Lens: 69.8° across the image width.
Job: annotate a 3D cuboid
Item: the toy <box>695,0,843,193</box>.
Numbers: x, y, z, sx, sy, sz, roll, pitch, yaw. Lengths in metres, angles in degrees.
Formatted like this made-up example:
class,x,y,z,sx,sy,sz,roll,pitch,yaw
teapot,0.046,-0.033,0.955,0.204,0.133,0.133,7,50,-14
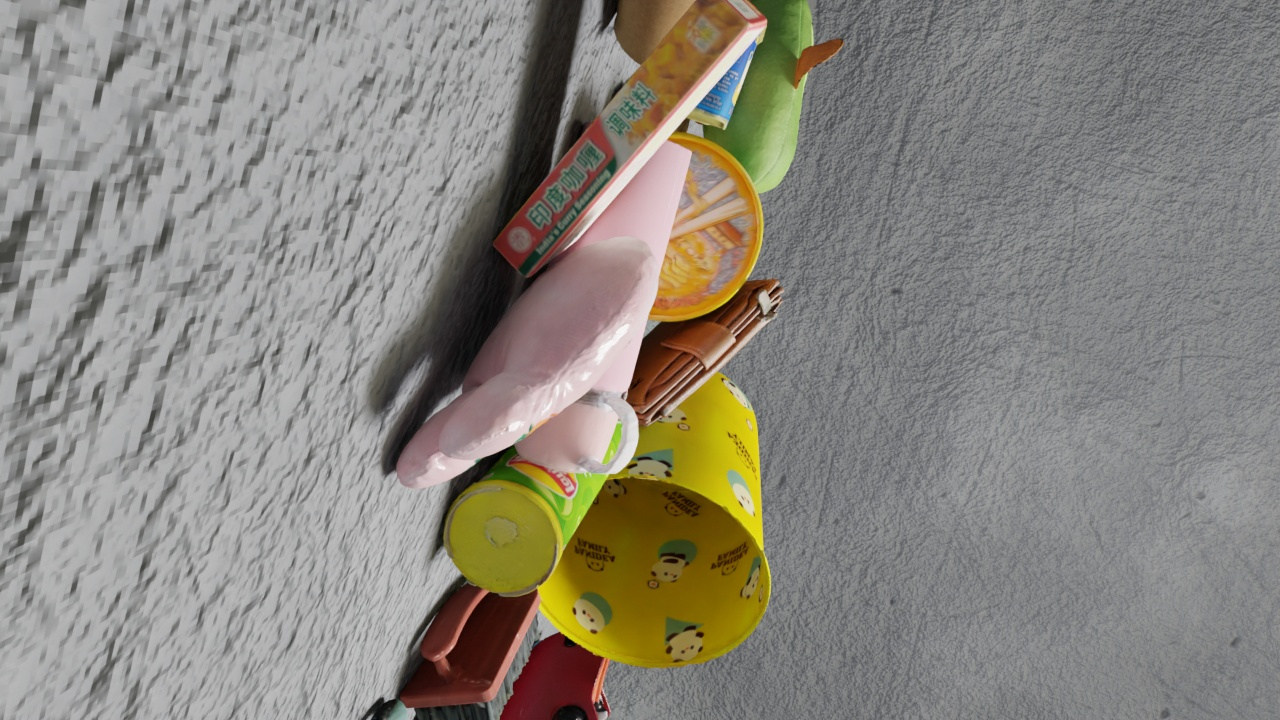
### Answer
class,x,y,z,sx,sy,sz,roll,pitch,yaw
toy,0.111,-0.268,0.864,0.227,0.090,0.246,175,-76,-66

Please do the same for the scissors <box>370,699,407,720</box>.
class,x,y,z,sx,sy,sz,roll,pitch,yaw
scissors,-0.172,0.268,0.500,0.179,0.019,0.144,-60,169,-54

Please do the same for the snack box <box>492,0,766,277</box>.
class,x,y,z,sx,sy,sz,roll,pitch,yaw
snack box,-0.004,-0.109,0.442,0.156,0.027,0.076,-45,-175,24

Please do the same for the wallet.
class,x,y,z,sx,sy,sz,roll,pitch,yaw
wallet,0.032,-0.006,0.618,0.130,0.035,0.119,-43,-165,-17

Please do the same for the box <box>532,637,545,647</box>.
class,x,y,z,sx,sy,sz,roll,pitch,yaw
box,-0.125,0.467,1.226,0.061,0.090,0.184,36,72,-71

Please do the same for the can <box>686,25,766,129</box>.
class,x,y,z,sx,sy,sz,roll,pitch,yaw
can,0.062,-0.242,0.762,0.102,0.057,0.083,-66,177,-79

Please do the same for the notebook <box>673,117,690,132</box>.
class,x,y,z,sx,sy,sz,roll,pitch,yaw
notebook,0.015,-0.148,0.899,0.208,0.008,0.147,102,10,-52

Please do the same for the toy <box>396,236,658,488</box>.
class,x,y,z,sx,sy,sz,roll,pitch,yaw
toy,-0.051,0.001,0.436,0.122,0.054,0.159,-29,-163,50

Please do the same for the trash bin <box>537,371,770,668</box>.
class,x,y,z,sx,sy,sz,roll,pitch,yaw
trash bin,0.023,0.138,0.943,0.254,0.229,0.230,-72,178,-59

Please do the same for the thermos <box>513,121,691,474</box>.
class,x,y,z,sx,sy,sz,roll,pitch,yaw
thermos,-0.019,-0.032,0.534,0.067,0.087,0.198,9,98,-49

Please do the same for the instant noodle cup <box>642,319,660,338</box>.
class,x,y,z,sx,sy,sz,roll,pitch,yaw
instant noodle cup,-0.005,0.005,0.836,0.110,0.099,0.099,114,0,-51

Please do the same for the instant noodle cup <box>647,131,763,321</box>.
class,x,y,z,sx,sy,sz,roll,pitch,yaw
instant noodle cup,0.018,-0.091,0.626,0.114,0.118,0.118,-86,-166,-80

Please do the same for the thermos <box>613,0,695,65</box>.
class,x,y,z,sx,sy,sz,roll,pitch,yaw
thermos,0.030,-0.217,0.457,0.144,0.093,0.092,116,-2,-59

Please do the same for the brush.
class,x,y,z,sx,sy,sz,roll,pitch,yaw
brush,-0.109,0.186,0.632,0.145,0.063,0.069,-56,135,-71

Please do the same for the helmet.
class,x,y,z,sx,sy,sz,roll,pitch,yaw
helmet,-0.102,0.409,1.026,0.207,0.144,0.239,86,10,-77

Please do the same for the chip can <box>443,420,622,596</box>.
class,x,y,z,sx,sy,sz,roll,pitch,yaw
chip can,-0.060,0.077,0.630,0.220,0.072,0.073,-55,163,-71
